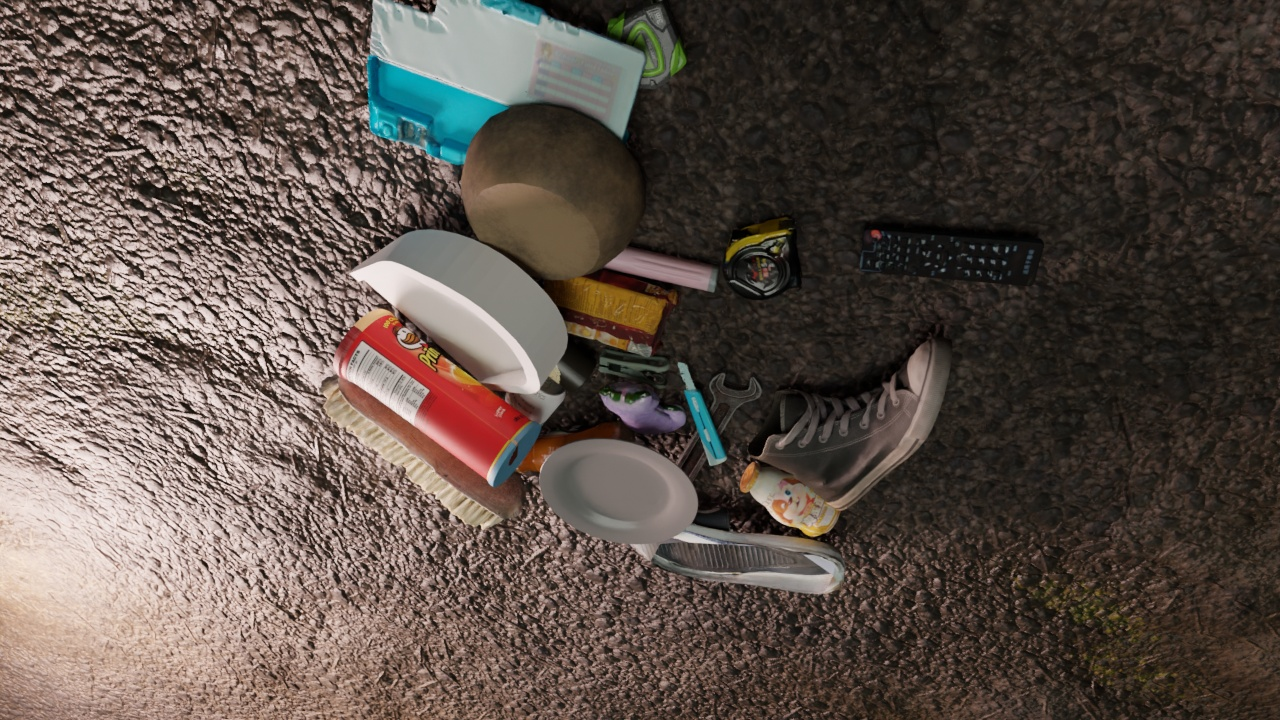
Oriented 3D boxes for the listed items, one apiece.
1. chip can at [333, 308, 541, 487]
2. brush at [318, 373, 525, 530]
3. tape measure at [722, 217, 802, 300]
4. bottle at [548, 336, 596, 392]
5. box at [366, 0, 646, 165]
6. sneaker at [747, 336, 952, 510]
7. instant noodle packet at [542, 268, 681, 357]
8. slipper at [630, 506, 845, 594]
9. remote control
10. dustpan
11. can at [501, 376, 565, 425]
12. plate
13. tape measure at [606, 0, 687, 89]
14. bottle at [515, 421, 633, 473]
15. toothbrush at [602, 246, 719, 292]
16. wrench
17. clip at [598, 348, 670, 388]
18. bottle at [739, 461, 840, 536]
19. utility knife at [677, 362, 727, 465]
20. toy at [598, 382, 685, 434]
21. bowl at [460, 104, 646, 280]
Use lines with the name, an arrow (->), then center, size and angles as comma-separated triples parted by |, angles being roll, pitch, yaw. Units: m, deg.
chip can -> -0.215, 0.039, 0.971 | 0.213, 0.086, 0.087 | 35, 131, 8
brush -> -0.248, 0.098, 1.069 | 0.271, 0.083, 0.057 | 41, 127, -20
tape measure -> 0.112, -0.092, 0.845 | 0.072, 0.042, 0.071 | -7, 127, 15
bottle -> -0.129, -0.038, 0.949 | 0.184, 0.045, 0.046 | 39, 128, -17
box -> -0.118, -0.225, 0.772 | 0.227, 0.039, 0.182 | 20, 144, -2
sneaker -> 0.207, 0.049, 0.908 | 0.120, 0.095, 0.235 | 26, 137, -7
instant noodle packet -> -0.033, -0.052, 0.905 | 0.135, 0.039, 0.099 | 16, 150, 0
slipper -> 0.109, 0.214, 1.079 | 0.264, 0.062, 0.111 | 6, 138, 20
remote control -> 0.273, -0.096, 0.813 | 0.150, 0.022, 0.047 | 7, 131, 12
dustpan -> -0.180, -0.034, 0.893 | 0.191, 0.053, 0.258 | 44, 151, -21
can -> -0.125, 0.048, 1.013 | 0.055, 0.054, 0.102 | 32, 129, -12
plate -> -0.024, 0.144, 1.016 | 0.178, 0.012, 0.179 | 7, 133, 7
tape measure -> 0.004, -0.256, 0.743 | 0.059, 0.035, 0.066 | -14, 125, 14
bottle -> -0.091, 0.106, 1.049 | 0.167, 0.059, 0.059 | -8, 126, 20
toothbrush -> -0.034, -0.102, 0.885 | 0.222, 0.027, 0.027 | 13, 134, 5
wrench -> 0.063, 0.106, 1.041 | 0.070, 0.010, 0.274 | 22, 131, -4
clip -> -0.006, 0.007, 0.970 | 0.075, 0.023, 0.037 | 13, 132, 7
bottle -> 0.165, 0.150, 1.016 | 0.109, 0.063, 0.063 | 25, 130, -6
utility knife -> 0.063, 0.057, 0.985 | 0.022, 0.015, 0.141 | -13, 122, 20
toy -> 0.004, 0.050, 0.981 | 0.080, 0.036, 0.100 | 0, 154, 21
bowl -> -0.080, -0.134, 0.791 | 0.162, 0.070, 0.162 | 12, 146, 8
